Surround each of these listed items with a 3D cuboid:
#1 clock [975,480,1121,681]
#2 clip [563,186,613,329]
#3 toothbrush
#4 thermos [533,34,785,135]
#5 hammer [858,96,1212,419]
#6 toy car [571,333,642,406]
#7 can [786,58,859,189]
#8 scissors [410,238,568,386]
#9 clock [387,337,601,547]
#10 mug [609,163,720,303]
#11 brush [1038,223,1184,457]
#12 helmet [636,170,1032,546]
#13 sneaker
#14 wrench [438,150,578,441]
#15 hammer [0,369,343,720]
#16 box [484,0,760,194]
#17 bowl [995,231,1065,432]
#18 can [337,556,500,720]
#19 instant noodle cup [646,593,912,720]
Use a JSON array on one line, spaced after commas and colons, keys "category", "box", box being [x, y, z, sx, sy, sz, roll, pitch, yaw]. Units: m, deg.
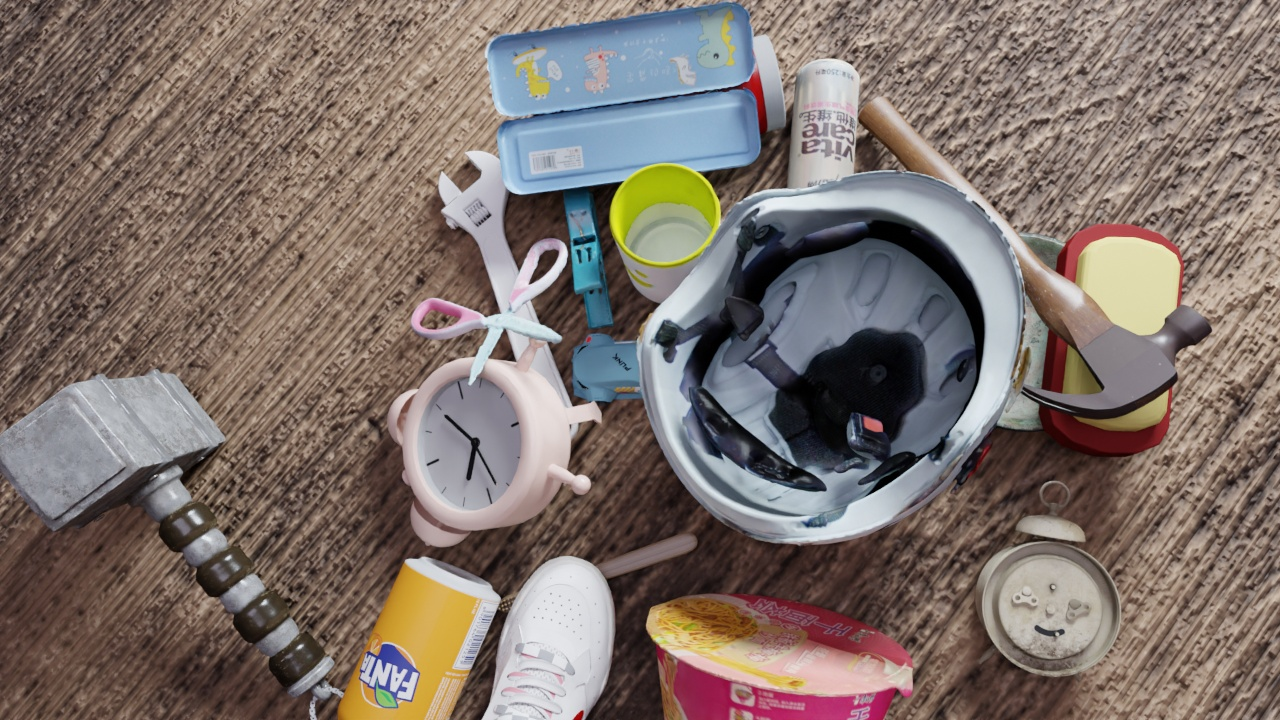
[{"category": "clock", "box": [0.293, 0.158, 0.668, 0.093, 0.054, 0.140, 8, 85, 7]}, {"category": "clip", "box": [-0.043, -0.089, 0.769, 0.027, 0.104, 0.120, -9, 69, 0]}, {"category": "toothbrush", "box": [-0.034, 0.167, 0.720, 0.167, 0.016, 0.016, -19, 77, 1]}, {"category": "thermos", "box": [0.014, -0.217, 0.774, 0.199, 0.084, 0.107, -13, 43, 5]}, {"category": "hammer", "box": [0.263, -0.092, 0.685, 0.115, 0.033, 0.322, -39, 57, 13]}, {"category": "toy car", "box": [-0.004, 0.004, 0.748, 0.108, 0.027, 0.060, -2, 77, 6]}, {"category": "can", "box": [0.151, -0.177, 0.759, 0.054, 0.054, 0.135, 5, 77, 7]}, {"category": "scissors", "box": [-0.107, -0.045, 0.723, 0.171, 0.014, 0.172, 15, 53, 44]}, {"category": "clock", "box": [-0.118, 0.066, 0.721, 0.161, 0.086, 0.131, -23, 75, 19]}, {"category": "mug", "box": [0.023, -0.097, 0.728, 0.082, 0.106, 0.082, -1, 77, 6]}, {"category": "brush", "box": [0.345, -0.018, 0.667, 0.082, 0.042, 0.173, 10, 79, 8]}, {"category": "helmet", "box": [0.145, 0.005, 0.653, 0.264, 0.163, 0.236, -46, 63, 10]}, {"category": "sneaker", "box": [-0.080, 0.259, 0.652, 0.090, 0.104, 0.236, 23, 81, 0]}, {"category": "wrench", "box": [-0.109, -0.056, 0.779, 0.066, 0.018, 0.273, -21, 77, 1]}, {"category": "hammer", "box": [-0.325, 0.155, 0.705, 0.079, 0.177, 0.326, -37, 95, -3]}, {"category": "box", "box": [-0.012, -0.203, 0.719, 0.209, 0.021, 0.125, -6, 94, 6]}, {"category": "bowl", "box": [0.292, -0.020, 0.716, 0.157, 0.038, 0.157, -1, 77, 6]}, {"category": "can", "box": [-0.167, 0.225, 0.688, 0.079, 0.079, 0.142, 21, 80, 10]}, {"category": "instant noodle cup", "box": [0.088, 0.224, 0.624, 0.179, 0.178, 0.078, 6, 94, 7]}]
